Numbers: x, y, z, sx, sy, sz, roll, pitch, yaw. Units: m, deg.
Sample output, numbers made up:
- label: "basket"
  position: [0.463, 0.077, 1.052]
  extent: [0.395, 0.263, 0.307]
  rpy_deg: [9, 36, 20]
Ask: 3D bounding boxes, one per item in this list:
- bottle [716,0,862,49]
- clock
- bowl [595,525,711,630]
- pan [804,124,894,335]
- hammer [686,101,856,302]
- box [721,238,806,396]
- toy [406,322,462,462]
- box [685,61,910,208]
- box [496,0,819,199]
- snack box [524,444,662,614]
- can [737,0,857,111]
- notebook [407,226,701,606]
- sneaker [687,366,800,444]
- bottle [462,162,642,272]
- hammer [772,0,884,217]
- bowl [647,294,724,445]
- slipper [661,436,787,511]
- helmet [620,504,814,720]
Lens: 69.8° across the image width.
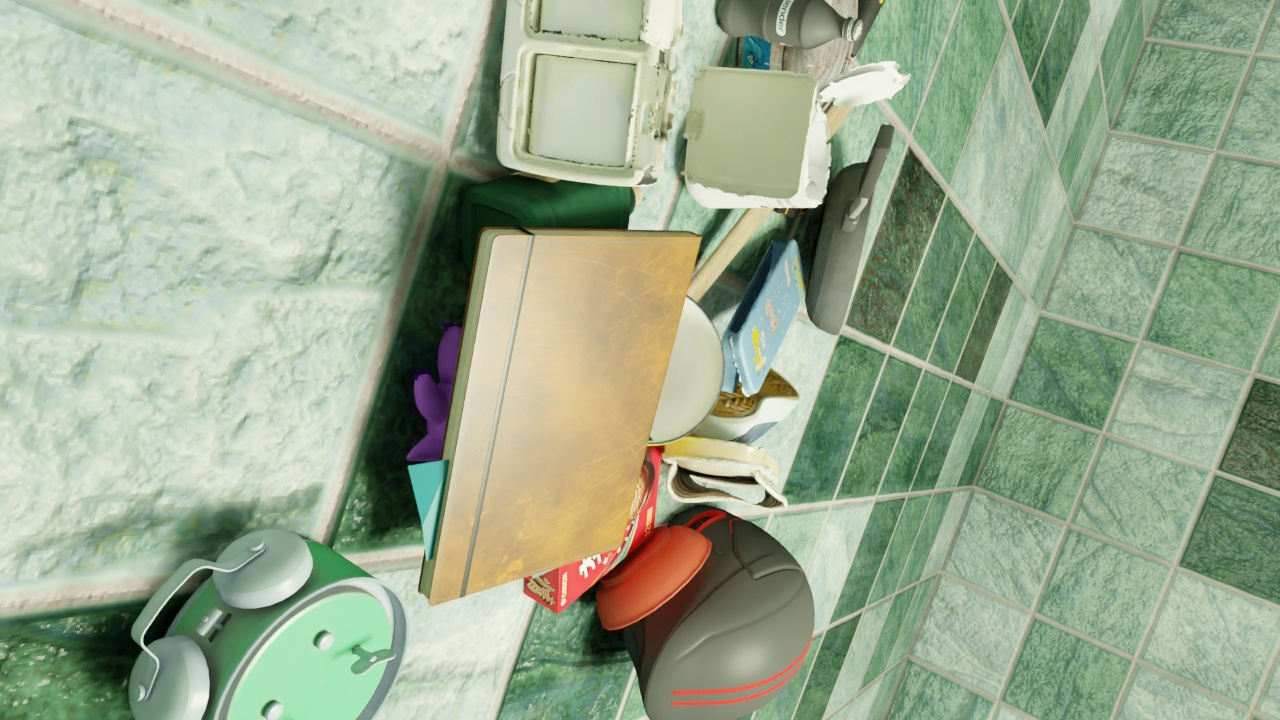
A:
- label: "bottle"
  position: [0.109, -0.250, 0.672]
  extent: [0.036, 0.110, 0.036]
  rpy_deg: [-37, 138, -43]
- label: "clock"
  position: [-0.192, 0.153, 0.478]
  extent: [0.121, 0.075, 0.162]
  rpy_deg: [-56, 148, -21]
- label: "bowl"
  position: [0.004, 0.185, 0.818]
  extent: [0.122, 0.035, 0.122]
  rpy_deg: [-37, -175, 3]
- label: "pan"
  position: [0.193, -0.132, 0.851]
  extent: [0.357, 0.041, 0.178]
  rpy_deg: [64, 39, -78]
- label: "hammer"
  position: [0.105, -0.138, 0.803]
  extent: [0.330, 0.031, 0.119]
  rpy_deg: [-53, 149, -17]
- label: "box"
  position: [0.118, -0.045, 0.835]
  extent: [0.209, 0.049, 0.066]
  rpy_deg: [-58, 154, -52]
- label: "toy"
  position: [-0.101, 0.033, 0.569]
  extent: [0.106, 0.056, 0.088]
  rpy_deg: [26, 90, -51]
- label: "box"
  position: [0.118, -0.171, 0.699]
  extent: [0.084, 0.163, 0.112]
  rpy_deg: [20, 78, -65]
- label: "box"
  position: [-0.008, -0.160, 0.468]
  extent: [0.095, 0.186, 0.145]
  rpy_deg: [-10, 111, -48]
- label: "snack box"
  position: [-0.036, 0.105, 0.745]
  extent: [0.132, 0.036, 0.152]
  rpy_deg: [-30, 134, -47]
- label: "can"
  position: [0.133, -0.269, 0.766]
  extent: [0.129, 0.044, 0.130]
  rpy_deg: [-37, 138, -43]
- label: "notebook"
  position: [-0.055, 0.040, 0.564]
  extent: [0.178, 0.014, 0.250]
  rpy_deg: [-7, 119, -44]
- label: "sneaker"
  position: [0.074, 0.048, 0.864]
  extent: [0.079, 0.087, 0.235]
  rpy_deg: [-53, 159, 19]
- label: "bottle"
  position: [-0.045, -0.090, 0.574]
  extent: [0.131, 0.061, 0.061]
  rpy_deg: [-32, 137, -47]
- label: "hammer"
  position: [0.194, -0.289, 0.870]
  extent: [0.123, 0.036, 0.320]
  rpy_deg: [17, 97, -61]
- label: "bowl"
  position: [-0.004, 0.004, 0.679]
  extent: [0.117, 0.068, 0.117]
  rpy_deg: [2, 86, -22]
- label: "slipper"
  position: [0.072, 0.102, 0.798]
  extent: [0.263, 0.115, 0.052]
  rpy_deg: [52, 46, -75]
- label: "helmet"
  position: [0.083, 0.255, 0.905]
  extent: [0.263, 0.170, 0.164]
  rpy_deg: [-27, 131, -49]
